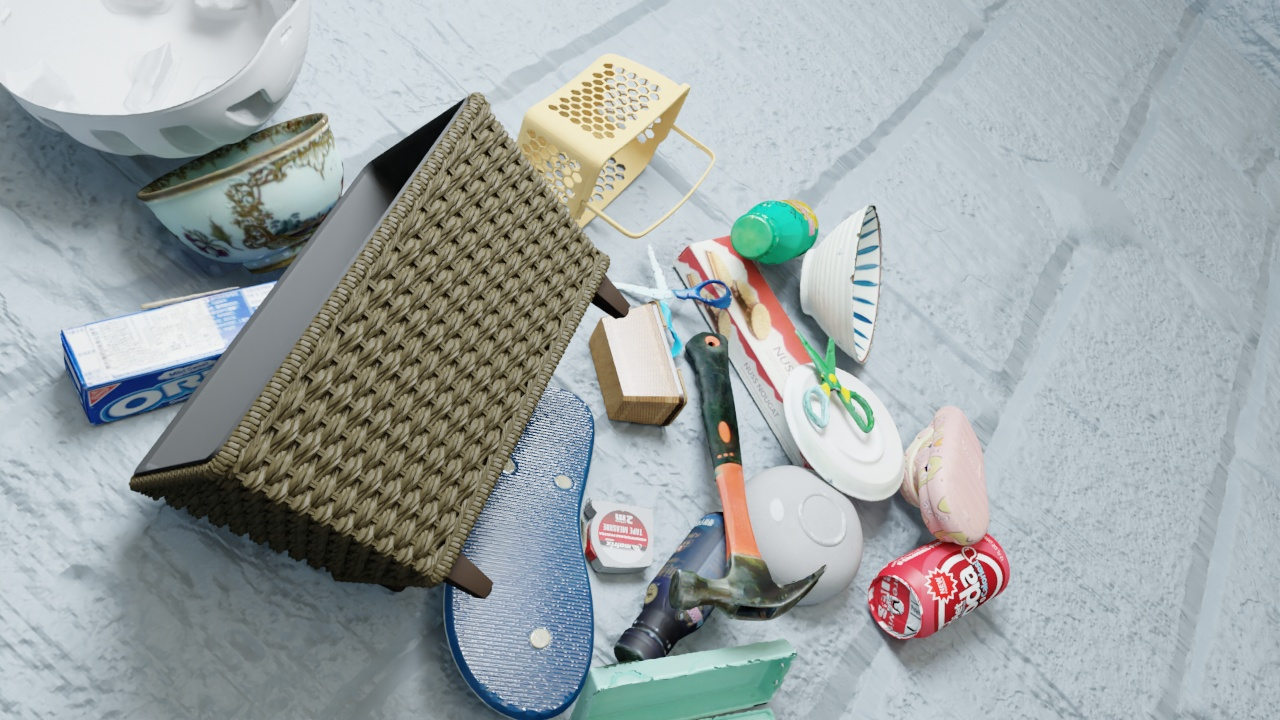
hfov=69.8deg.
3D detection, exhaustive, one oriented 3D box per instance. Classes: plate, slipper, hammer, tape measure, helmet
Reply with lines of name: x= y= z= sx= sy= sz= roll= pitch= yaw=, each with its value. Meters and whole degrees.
plate: x=0.208 y=0.067 z=0.918 sx=0.157 sy=0.014 sz=0.156 roll=20 pitch=48 yaw=-25
slipper: x=0.305 y=0.117 z=0.947 sx=0.093 sy=0.082 sz=0.196 roll=57 pitch=31 yaw=-14
hammer: x=0.079 y=0.087 z=0.837 sx=0.133 sy=0.033 sz=0.332 roll=9 pitch=41 yaw=-13
slipper: x=-0.093 y=0.146 z=0.744 sx=0.118 sy=0.060 sz=0.294 roll=16 pitch=48 yaw=-14
tape measure: x=-0.019 y=0.154 z=0.800 sx=0.060 sy=0.020 sz=0.062 roll=13 pitch=57 yaw=-22
helmet: x=-0.385 y=-0.273 z=0.750 sx=0.224 sy=0.184 sz=0.281 roll=-5 pitch=43 yaw=-2

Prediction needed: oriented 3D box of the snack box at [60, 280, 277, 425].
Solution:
snack box: x=-0.319 y=-0.017 z=0.720 sx=0.225 sy=0.059 sz=0.059 roll=-19 pitch=69 yaw=-37

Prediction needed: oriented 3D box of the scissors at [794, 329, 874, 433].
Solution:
scissors: x=0.184 y=0.023 z=0.913 sx=0.121 sy=0.012 sz=0.127 roll=-23 pitch=75 yaw=-46

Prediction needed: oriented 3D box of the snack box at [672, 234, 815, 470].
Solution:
snack box: x=0.136 y=-0.011 z=0.972 sx=0.076 sy=0.044 sz=0.273 roll=-18 pitch=71 yaw=-37

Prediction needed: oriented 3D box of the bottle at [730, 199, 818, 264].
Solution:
bottle: x=0.142 y=-0.137 z=0.981 sx=0.068 sy=0.068 sz=0.209 roll=48 pitch=22 yaw=6

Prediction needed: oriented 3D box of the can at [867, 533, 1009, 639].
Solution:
can: x=0.294 y=0.216 z=0.897 sx=0.142 sy=0.075 sz=0.074 roll=-14 pitch=69 yaw=-34

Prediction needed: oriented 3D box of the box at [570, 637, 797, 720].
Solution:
box: x=0.045 y=0.287 z=0.718 sx=0.187 sy=0.078 sz=0.109 roll=3 pitch=53 yaw=-27

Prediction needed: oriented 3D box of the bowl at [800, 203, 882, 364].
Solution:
bowl: x=0.222 y=-0.087 z=1.030 sx=0.071 sy=0.177 sz=0.176 roll=4 pitch=48 yaw=23

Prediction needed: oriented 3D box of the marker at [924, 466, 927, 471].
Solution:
marker: x=0.266 y=0.100 z=0.992 sx=0.134 sy=0.015 sz=0.018 roll=28 pitch=31 yaw=-11

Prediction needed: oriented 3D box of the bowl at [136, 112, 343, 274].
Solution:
bowl: x=-0.310 y=-0.129 z=0.755 sx=0.159 sy=0.160 sz=0.094 roll=-45 pitch=125 yaw=-40

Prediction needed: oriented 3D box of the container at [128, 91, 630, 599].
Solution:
container: x=-0.163 y=0.006 z=0.674 sx=0.205 sy=0.177 sz=0.320 roll=43 pitch=56 yaw=-28

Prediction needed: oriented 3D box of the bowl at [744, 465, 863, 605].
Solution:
bowl: x=0.154 y=0.158 z=0.863 sx=0.131 sy=0.065 sz=0.131 roll=14 pitch=56 yaw=-21

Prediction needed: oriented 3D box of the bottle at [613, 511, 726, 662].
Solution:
bottle: x=0.038 y=0.198 z=0.781 sx=0.056 sy=0.056 sz=0.160 roll=43 pitch=53 yaw=2

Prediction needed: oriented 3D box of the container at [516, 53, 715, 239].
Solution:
container: x=-0.023 y=-0.210 z=0.955 sx=0.167 sy=0.130 sz=0.182 roll=36 pitch=50 yaw=4

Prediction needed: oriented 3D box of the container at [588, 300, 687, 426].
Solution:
container: x=-0.005 y=0.005 z=0.877 sx=0.061 sy=0.063 sz=0.113 roll=-5 pitch=64 yaw=-23

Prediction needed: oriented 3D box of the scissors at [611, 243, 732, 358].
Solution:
scissors: x=0.035 y=-0.066 z=0.949 sx=0.129 sy=0.014 sz=0.127 roll=-17 pitch=72 yaw=-6
